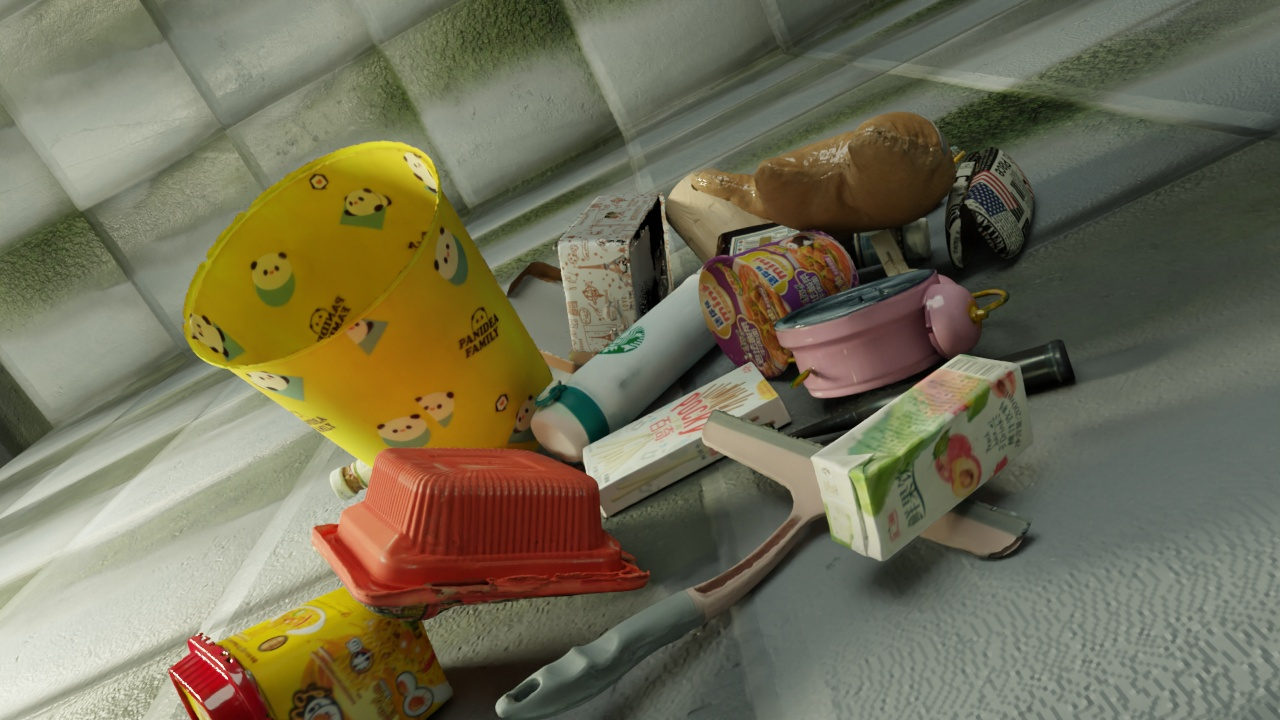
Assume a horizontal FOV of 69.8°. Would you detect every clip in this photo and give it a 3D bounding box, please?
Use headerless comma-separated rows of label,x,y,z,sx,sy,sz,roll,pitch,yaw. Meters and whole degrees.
clip,0.213,-0.064,0.743,0.034,0.061,0.097,-23,31,14

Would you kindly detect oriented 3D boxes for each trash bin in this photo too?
trash bin,-0.210,-0.015,0.794,0.230,0.255,0.229,-14,49,16

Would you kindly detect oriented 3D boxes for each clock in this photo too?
clock,0.176,-0.024,0.643,0.159,0.060,0.117,-20,6,12

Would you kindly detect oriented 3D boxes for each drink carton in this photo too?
drink carton,0.147,0.047,0.478,0.122,0.053,0.045,-29,25,-25

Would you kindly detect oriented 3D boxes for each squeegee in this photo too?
squeegee,0.031,0.126,0.502,0.249,0.040,0.248,-30,26,-26

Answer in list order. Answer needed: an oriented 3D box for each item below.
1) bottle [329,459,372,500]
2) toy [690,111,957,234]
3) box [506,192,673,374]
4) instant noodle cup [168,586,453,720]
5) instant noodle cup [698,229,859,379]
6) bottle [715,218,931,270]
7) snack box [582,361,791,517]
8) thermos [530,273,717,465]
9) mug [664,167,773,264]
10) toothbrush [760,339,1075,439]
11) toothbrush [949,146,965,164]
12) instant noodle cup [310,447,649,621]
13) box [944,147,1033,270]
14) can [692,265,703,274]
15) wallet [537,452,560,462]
bottle,-0.220,0.083,0.939,0.206,0.060,0.059,-28,19,3
toy,0.152,-0.149,0.784,0.227,0.143,0.082,-7,68,39
box,-0.075,-0.090,1.019,0.192,0.156,0.182,2,27,14
instant noodle cup,-0.191,0.196,0.546,0.123,0.116,0.116,-28,16,-36
instant noodle cup,0.120,-0.053,0.764,0.099,0.111,0.112,-27,17,-25
bottle,0.167,-0.099,0.852,0.195,0.044,0.079,-7,56,23
snack box,0.032,0.058,0.706,0.157,0.027,0.084,-28,19,2
thermos,-0.005,0.005,0.820,0.223,0.073,0.073,-41,23,-32
mug,0.104,-0.150,1.010,0.124,0.084,0.103,-12,50,-29
toothbrush,0.166,0.029,0.597,0.213,0.027,0.026,-18,-5,26
toothbrush,0.227,-0.141,0.876,0.192,0.018,0.016,-38,8,36
instant noodle cup,-0.100,0.102,0.583,0.188,0.079,0.165,5,2,-32
box,0.303,-0.138,0.778,0.081,0.075,0.163,-3,27,32
can,0.122,-0.100,0.942,0.132,0.053,0.053,-30,19,-5
wallet,-0.119,0.124,0.739,0.090,0.033,0.115,-17,26,26
